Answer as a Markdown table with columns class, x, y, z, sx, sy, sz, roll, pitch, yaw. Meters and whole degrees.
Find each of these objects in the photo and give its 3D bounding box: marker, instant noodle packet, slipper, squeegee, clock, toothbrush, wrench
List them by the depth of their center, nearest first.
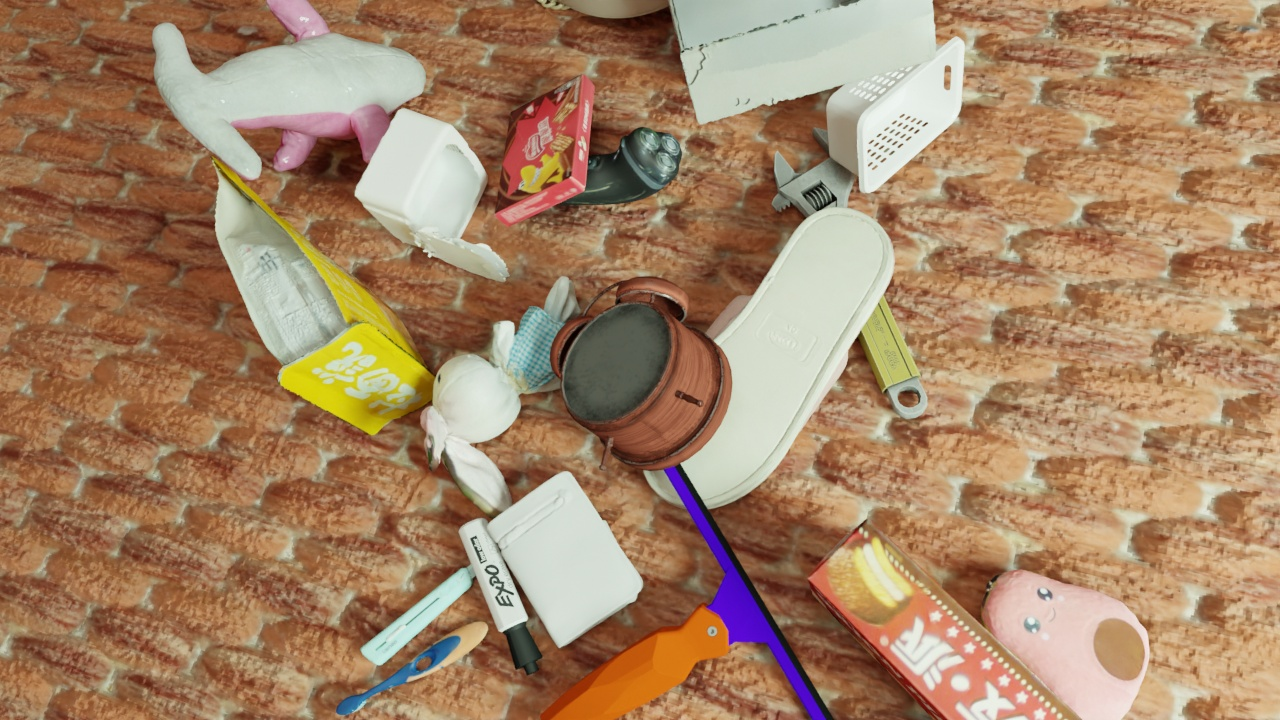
| class | x | y | z | sx | sy | sz | roll | pitch | yaw |
| --- | --- | --- | --- | --- | --- | --- | --- | --- | --- |
| squeegee | 0.008 | 0.221 | 0.665 | 0.185 | 0.055 | 0.249 | -32 | 79 | 6 |
| clock | -0.004 | 0.004 | 0.694 | 0.121 | 0.072 | 0.157 | -35 | 49 | 17 |
| marker | -0.109 | 0.185 | 0.720 | 0.025 | 0.025 | 0.126 | -27 | 73 | 2 |
| toothbrush | -0.179 | 0.244 | 0.726 | 0.135 | 0.017 | 0.021 | -30 | 71 | -2 |
| slipper | 0.101 | 0.001 | 0.727 | 0.114 | 0.054 | 0.274 | 38 | 92 | 17 |
| wrench | 0.177 | -0.078 | 0.759 | 0.083 | 0.018 | 0.273 | -19 | 67 | 1 |
| instant noodle packet | -0.276 | -0.058 | 0.774 | 0.084 | 0.163 | 0.221 | -37 | 67 | -1 |

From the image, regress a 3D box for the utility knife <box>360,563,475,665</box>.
| class | x | y | z | sx | sy | sz | roll | pitch | yaw |
| --- | --- | --- | --- | --- | --- | --- | --- | --- | --- |
| utility knife | -0.169 | 0.198 | 0.740 | 0.128 | 0.015 | 0.022 | -40 | 71 | -7 |

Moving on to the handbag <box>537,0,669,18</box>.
| class | x | y | z | sx | sy | sz | roll | pitch | yaw |
| --- | --- | --- | --- | --- | --- | --- | --- | --- | --- |
| handbag | -0.007 | -0.434 | 0.894 | 0.209 | 0.103 | 0.210 | 23 | 76 | 27 |

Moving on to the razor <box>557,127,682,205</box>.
| class | x | y | z | sx | sy | sz | roll | pitch | yaw |
| --- | --- | --- | --- | --- | --- | --- | --- | --- | --- |
| razor | -0.033 | -0.169 | 0.814 | 0.141 | 0.064 | 0.052 | -6 | 47 | 21 |

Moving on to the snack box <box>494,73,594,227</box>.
| class | x | y | z | sx | sy | sz | roll | pitch | yaw |
| --- | --- | --- | --- | --- | --- | --- | --- | --- | --- |
| snack box | -0.085 | -0.189 | 0.823 | 0.089 | 0.021 | 0.132 | -19 | 51 | 29 |

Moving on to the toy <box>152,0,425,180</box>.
| class | x | y | z | sx | sy | sz | roll | pitch | yaw |
| --- | --- | --- | --- | --- | --- | --- | --- | --- | --- |
| toy | -0.313 | -0.233 | 0.844 | 0.128 | 0.264 | 0.186 | -38 | 85 | 39 |

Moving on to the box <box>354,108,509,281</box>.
| class | x | y | z | sx | sy | sz | roll | pitch | yaw |
| --- | --- | --- | --- | --- | --- | --- | --- | --- | --- |
| box | -0.162 | -0.131 | 0.805 | 0.137 | 0.109 | 0.124 | 19 | 77 | 19 |

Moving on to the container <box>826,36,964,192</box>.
| class | x | y | z | sx | sy | sz | roll | pitch | yaw |
| --- | --- | --- | --- | --- | --- | --- | --- | --- | --- |
| container | 0.208 | -0.209 | 0.761 | 0.129 | 0.081 | 0.049 | -40 | 52 | -18 |

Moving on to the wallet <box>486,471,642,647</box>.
| class | x | y | z | sx | sy | sz | roll | pitch | yaw |
| --- | --- | --- | --- | --- | --- | --- | --- | --- | --- |
| wallet | -0.059 | 0.154 | 0.718 | 0.086 | 0.032 | 0.116 | -30 | 75 | -5 |

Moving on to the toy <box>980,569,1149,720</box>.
| class | x | y | z | sx | sy | sz | roll | pitch | yaw |
| --- | --- | --- | --- | --- | --- | --- | --- | --- | --- |
| toy | 0.284 | 0.189 | 0.623 | 0.110 | 0.051 | 0.090 | 27 | 70 | 23 |

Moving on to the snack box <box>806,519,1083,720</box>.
| class | x | y | z | sx | sy | sz | roll | pitch | yaw |
| --- | --- | --- | --- | --- | --- | --- | --- | --- | --- |
| snack box | 0.213 | 0.212 | 0.597 | 0.060 | 0.113 | 0.236 | -44 | 68 | -5 |

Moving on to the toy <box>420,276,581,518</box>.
| class | x | y | z | sx | sy | sz | roll | pitch | yaw |
| --- | --- | --- | --- | --- | --- | --- | --- | --- | --- |
| toy | -0.120 | 0.009 | 0.756 | 0.106 | 0.131 | 0.205 | 20 | 69 | 34 |

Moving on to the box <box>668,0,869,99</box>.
| class | x | y | z | sx | sy | sz | roll | pitch | yaw |
| --- | --- | --- | --- | --- | --- | --- | --- | --- | --- |
| box | 0.085 | -0.354 | 0.688 | 0.167 | 0.369 | 0.150 | -14 | 71 | 7 |
